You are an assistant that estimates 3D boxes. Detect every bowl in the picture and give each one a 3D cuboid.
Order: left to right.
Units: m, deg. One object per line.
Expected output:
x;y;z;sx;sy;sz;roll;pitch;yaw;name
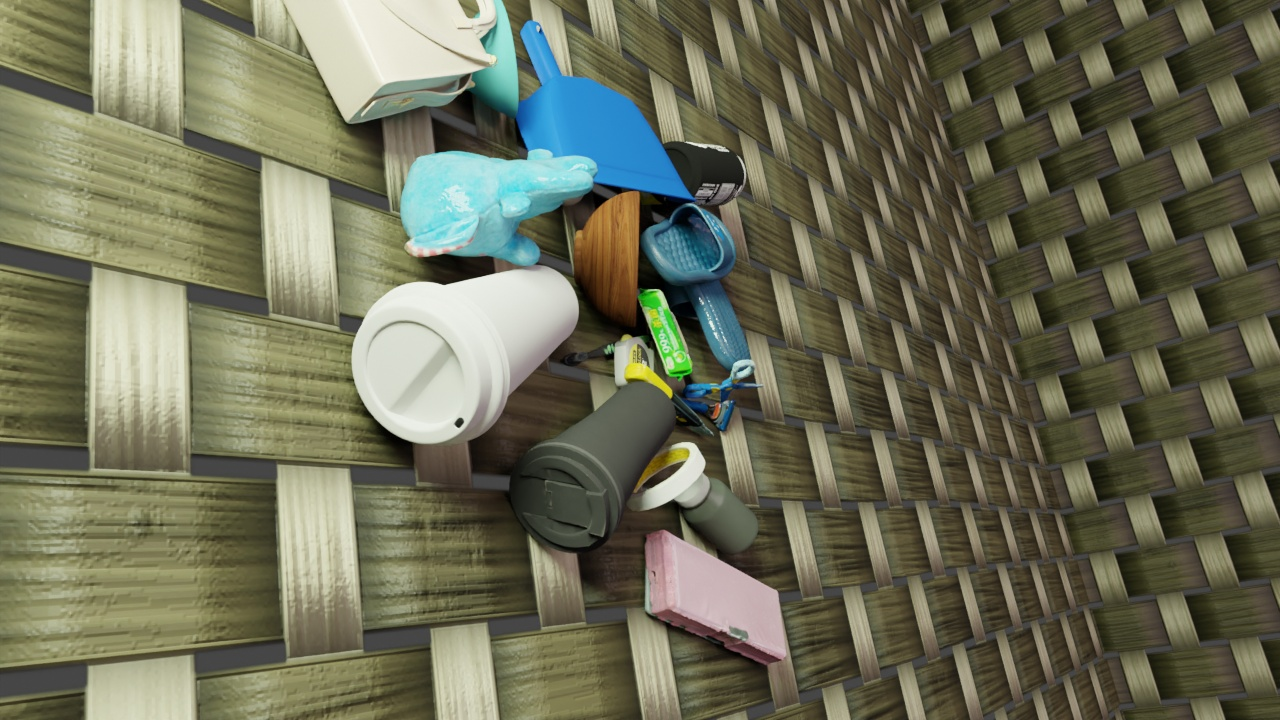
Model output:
-0.163;-0.310;0.949;0.046;0.121;0.121;-11;78;-15;bowl
-0.038;-0.111;1.002;0.147;0.069;0.147;172;-80;-89;bowl

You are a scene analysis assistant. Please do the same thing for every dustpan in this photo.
-0.067;-0.292;1.058;0.245;0.060;0.257;-5;69;-54;dustpan

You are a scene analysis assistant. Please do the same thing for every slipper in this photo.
0.068;-0.142;1.109;0.104;0.059;0.213;52;30;1;slipper
0.075;-0.072;1.171;0.103;0.059;0.213;6;54;-59;slipper

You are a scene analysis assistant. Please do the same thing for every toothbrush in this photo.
-0.029;-0.014;1.026;0.187;0.017;0.014;-18;93;-58;toothbrush

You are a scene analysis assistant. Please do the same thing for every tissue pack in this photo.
0.030;-0.033;1.070;0.099;0.034;0.114;-38;107;-87;tissue pack

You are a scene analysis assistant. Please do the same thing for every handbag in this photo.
-0.212;-0.327;0.834;0.197;0.102;0.194;-30;96;-44;handbag

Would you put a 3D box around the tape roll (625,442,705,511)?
0.022;0.120;0.951;0.019;0.094;0.093;58;34;-14;tape roll

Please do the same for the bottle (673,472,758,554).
0.084;0.171;1.043;0.108;0.060;0.060;46;39;-31;bottle

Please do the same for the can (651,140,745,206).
0.074;-0.241;1.194;0.145;0.080;0.080;-15;85;-57;can

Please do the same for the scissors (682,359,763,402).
0.111;0.027;1.133;0.125;0.125;0.016;1;64;-39;scissors

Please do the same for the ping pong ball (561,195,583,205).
-0.082;-0.194;1.027;0.040;0.040;0.040;31;48;-43;ping pong ball

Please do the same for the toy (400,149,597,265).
-0.124;-0.138;0.825;0.183;0.181;0.115;-81;162;-58;toy

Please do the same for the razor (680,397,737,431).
0.069;0.056;1.124;0.140;0.018;0.044;18;94;-48;razor

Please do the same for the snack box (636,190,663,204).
0.037;-0.251;1.246;0.152;0.025;0.075;-17;86;-57;snack box

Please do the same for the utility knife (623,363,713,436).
0.038;0.051;1.050;0.197;0.029;0.020;40;52;-51;utility knife

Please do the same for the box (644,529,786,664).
0.084;0.266;1.017;0.232;0.041;0.098;34;39;-41;box

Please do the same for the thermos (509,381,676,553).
-0.034;0.091;0.889;0.106;0.106;0.218;63;28;-9;thermos

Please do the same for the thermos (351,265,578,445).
-0.134;-0.020;0.790;0.131;0.132;0.221;64;26;-7;thermos

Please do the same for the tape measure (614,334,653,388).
-0.006;0.006;1.032;0.065;0.017;0.064;27;59;-56;tape measure
